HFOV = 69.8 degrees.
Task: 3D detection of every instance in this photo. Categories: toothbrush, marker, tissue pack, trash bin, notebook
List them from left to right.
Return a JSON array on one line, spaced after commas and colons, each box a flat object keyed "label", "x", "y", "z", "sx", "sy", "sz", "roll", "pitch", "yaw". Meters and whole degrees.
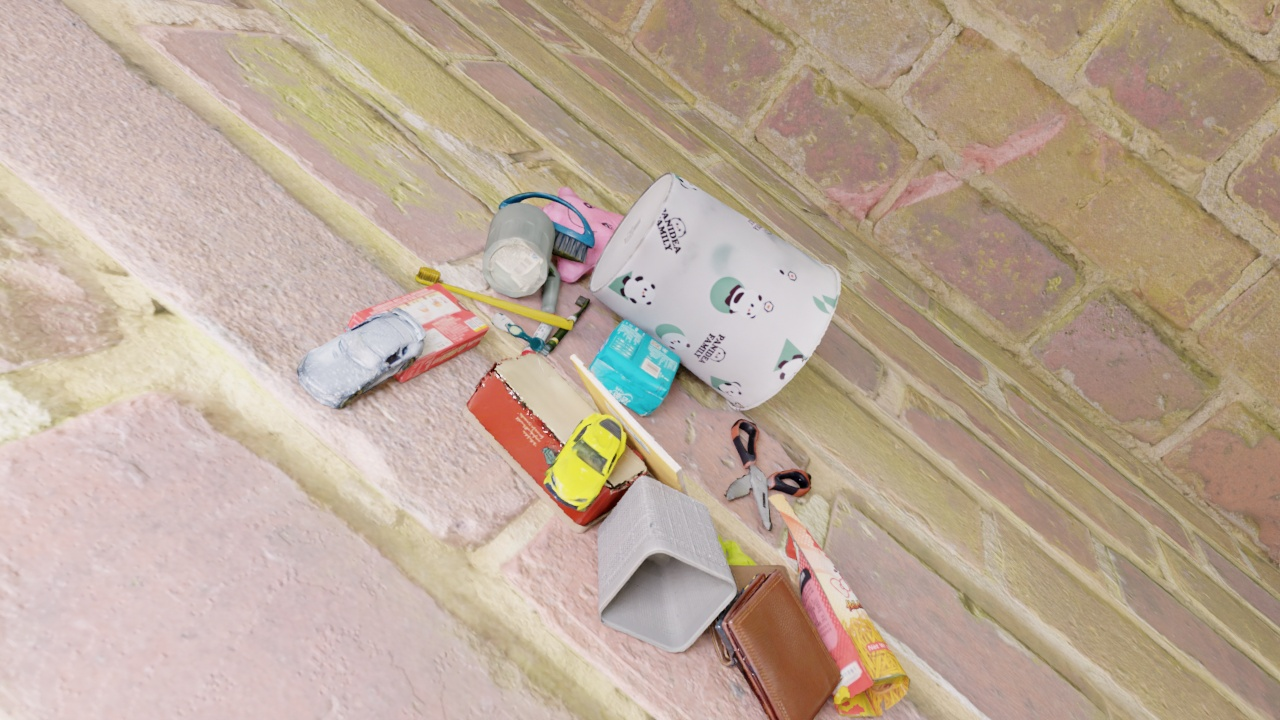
[{"label": "toothbrush", "x": -0.161, "y": -0.069, "z": 1.037, "sx": 0.190, "sy": 0.017, "sz": 0.015, "roll": 18, "pitch": 28, "yaw": -26}, {"label": "toothbrush", "x": -0.126, "y": -0.029, "z": 0.950, "sx": 0.018, "sy": 0.016, "sz": 0.192, "roll": 38, "pitch": -5, "yaw": -25}, {"label": "marker", "x": -0.117, "y": -0.023, "z": 1.043, "sx": 0.017, "sy": 0.017, "sz": 0.145, "roll": 35, "pitch": 24, "yaw": -7}, {"label": "toothbrush", "x": -0.091, "y": -0.047, "z": 1.130, "sx": 0.017, "sy": 0.012, "sz": 0.185, "roll": 31, "pitch": 24, "yaw": -1}, {"label": "tissue pack", "x": -0.007, "y": 0.006, "z": 1.102, "sx": 0.093, "sy": 0.050, "sz": 0.133, "roll": 35, "pitch": 23, "yaw": -3}, {"label": "notebook", "x": -0.003, "y": 0.079, "z": 0.890, "sx": 0.146, "sy": 0.010, "sz": 0.206, "roll": 47, "pitch": -8, "yaw": 19}, {"label": "trash bin", "x": 0.085, "y": -0.095, "z": 1.182, "sx": 0.252, "sy": 0.230, "sz": 0.229, "roll": 32, "pitch": 24, "yaw": -16}]

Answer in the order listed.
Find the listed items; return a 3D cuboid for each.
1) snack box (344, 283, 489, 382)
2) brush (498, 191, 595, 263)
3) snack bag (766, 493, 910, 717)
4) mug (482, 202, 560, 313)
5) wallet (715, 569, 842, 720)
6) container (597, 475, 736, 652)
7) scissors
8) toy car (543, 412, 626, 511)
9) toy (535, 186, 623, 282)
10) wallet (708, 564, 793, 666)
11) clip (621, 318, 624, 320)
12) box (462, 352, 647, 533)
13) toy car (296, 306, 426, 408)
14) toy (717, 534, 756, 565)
[{"label": "snack box", "x": -0.216, "y": -0.031, "z": 0.905, "sx": 0.075, "sy": 0.026, "sz": 0.152, "roll": 40, "pitch": 24, "yaw": 5}, {"label": "brush", "x": -0.123, "y": -0.182, "z": 1.211, "sx": 0.144, "sy": 0.073, "sz": 0.055, "roll": 23, "pitch": 0, "yaw": 16}, {"label": "snack bag", "x": 0.184, "y": 0.241, "z": 0.907, "sx": 0.129, "sy": 0.073, "sz": 0.207, "roll": 65, "pitch": 1, "yaw": -47}, {"label": "mug", "x": -0.138, "y": -0.120, "z": 1.127, "sx": 0.124, "sy": 0.084, "sz": 0.103, "roll": 55, "pitch": 16, "yaw": -27}, {"label": "wallet", "x": 0.120, "y": 0.256, "z": 0.795, "sx": 0.101, "sy": 0.032, "sz": 0.124, "roll": -28, "pitch": 88, "yaw": -53}, {"label": "container", "x": 0.016, "y": 0.170, "z": 0.794, "sx": 0.090, "sy": 0.090, "sz": 0.114, "roll": 29, "pitch": 22, "yaw": -21}, {"label": "scissors", "x": 0.149, "y": 0.138, "z": 1.126, "sx": 0.226, "sy": 0.015, "sz": 0.189, "roll": 13, "pitch": 34, "yaw": -44}, {"label": "toy car", "x": -0.044, "y": 0.083, "z": 0.784, "sx": 0.048, "sy": 0.032, "sz": 0.105, "roll": 37, "pitch": 40, "yaw": -3}, {"label": "toy", "x": -0.077, "y": -0.184, "z": 1.306, "sx": 0.178, "sy": 0.075, "sz": 0.194, "roll": -11, "pitch": 53, "yaw": -34}, {"label": "wallet", "x": 0.107, "y": 0.233, "z": 0.851, "sx": 0.115, "sy": 0.033, "sz": 0.090, "roll": 14, "pitch": 55, "yaw": -46}, {"label": "clip", "x": -0.006, "y": -0.049, "z": 1.239, "sx": 0.035, "sy": 0.025, "sz": 0.058, "roll": -5, "pitch": 54, "yaw": -46}, {"label": "box", "x": -0.075, "y": 0.068, "z": 0.861, "sx": 0.168, "sy": 0.078, "sz": 0.091, "roll": 45, "pitch": 26, "yaw": 14}, {"label": "toy car", "x": -0.238, "y": -0.005, "z": 0.789, "sx": 0.054, "sy": 0.037, "sz": 0.120, "roll": 43, "pitch": 43, "yaw": 6}, {"label": "toy", "x": 0.073, "y": 0.196, "z": 0.894, "sx": 0.100, "sy": 0.031, "sz": 0.096, "roll": 42, "pitch": 28, "yaw": -5}]
